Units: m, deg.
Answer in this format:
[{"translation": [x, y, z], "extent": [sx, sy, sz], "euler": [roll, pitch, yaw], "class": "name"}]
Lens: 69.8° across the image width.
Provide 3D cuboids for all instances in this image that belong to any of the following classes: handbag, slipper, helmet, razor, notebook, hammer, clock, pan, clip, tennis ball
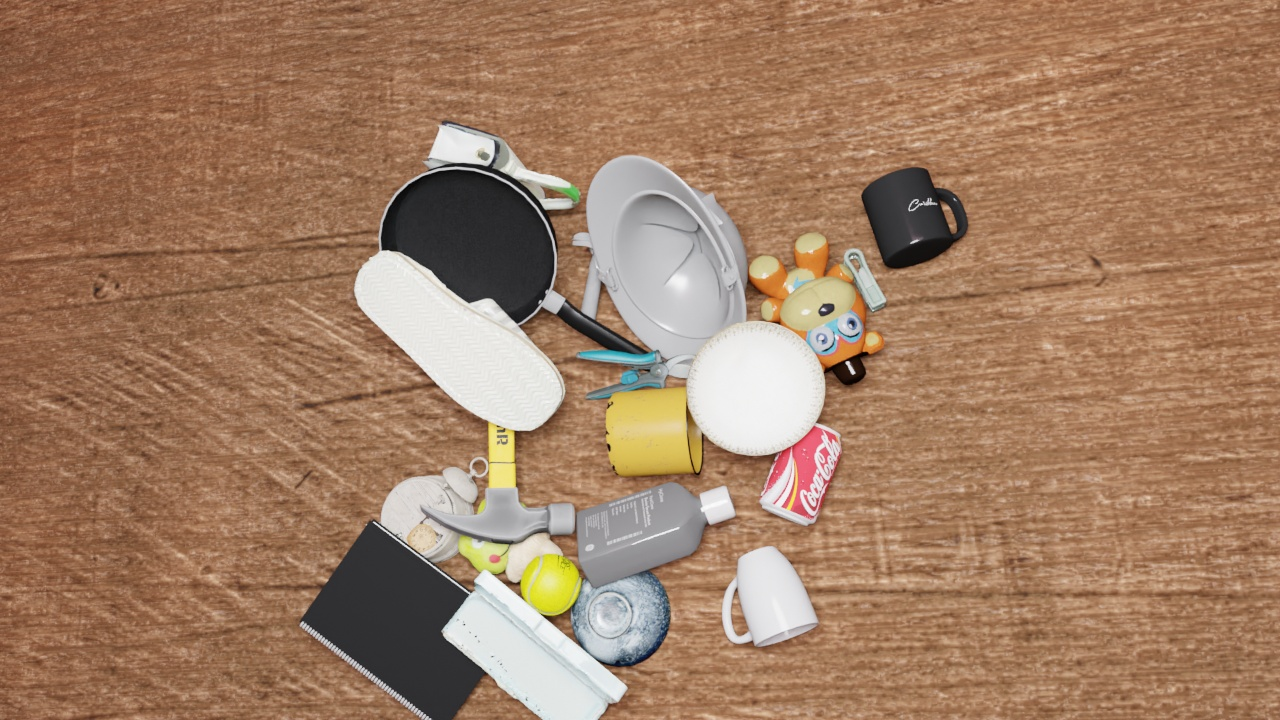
[{"translation": [-0.157, -0.208, 1.106], "extent": [0.176, 0.151, 0.074], "euler": [17, 81, 15], "class": "handbag"}, {"translation": [-0.205, -0.024, 1.045], "extent": [0.272, 0.054, 0.114], "euler": [36, 97, 0], "class": "slipper"}, {"translation": [0.052, -0.128, 1.039], "extent": [0.184, 0.271, 0.117], "euler": [3, 37, 36], "class": "helmet"}, {"translation": [-0.056, -0.094, 1.105], "extent": [0.047, 0.088, 0.116], "euler": [14, 99, 18], "class": "razor"}, {"translation": [-0.266, 0.302, 1.043], "extent": [0.206, 0.016, 0.149], "euler": [35, 93, 4], "class": "notebook"}, {"translation": [-0.169, 0.056, 1.079], "extent": [0.169, 0.034, 0.324], "euler": [0, 65, -9], "class": "hammer"}, {"translation": [-0.240, 0.171, 1.079], "extent": [0.157, 0.061, 0.103], "euler": [-43, 73, 1], "class": "clock"}, {"translation": [-0.131, -0.089, 1.067], "extent": [0.355, 0.044, 0.205], "euler": [31, 118, -11], "class": "pan"}, {"translation": [0.257, -0.092, 1.053], "extent": [0.023, 0.042, 0.075], "euler": [-25, 74, 3], "class": "clip"}, {"translation": [-0.098, 0.245, 1.004], "extent": [0.065, 0.065, 0.065], "euler": [-3, 76, 11], "class": "tennis ball"}]

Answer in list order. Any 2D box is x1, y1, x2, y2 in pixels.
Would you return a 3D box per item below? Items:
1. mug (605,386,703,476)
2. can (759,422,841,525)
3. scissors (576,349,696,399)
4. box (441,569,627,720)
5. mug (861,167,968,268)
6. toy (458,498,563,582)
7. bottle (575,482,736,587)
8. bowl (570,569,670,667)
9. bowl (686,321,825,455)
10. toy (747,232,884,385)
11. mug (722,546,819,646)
[{"translation": [0.017, 0.073, 1.035], "extent": [0.094, 0.101, 0.123], "euler": [-5, 35, 13], "class": "mug"}, {"translation": [0.176, 0.121, 0.999], "extent": [0.064, 0.064, 0.104], "euler": [20, 82, 16], "class": "can"}, {"translation": [-0.010, 0.012, 1.073], "extent": [0.124, 0.019, 0.156], "euler": [39, 116, -14], "class": "scissors"}, {"translation": [-0.116, 0.319, 0.991], "extent": [0.197, 0.074, 0.126], "euler": [38, 108, 7], "class": "box"}, {"translation": [0.316, -0.162, 1.037], "extent": [0.113, 0.078, 0.088], "euler": [-9, 73, -17], "class": "mug"}, {"translation": [-0.147, 0.212, 1.058], "extent": [0.118, 0.043, 0.092], "euler": [27, 80, 15], "class": "toy"}, {"translation": [0.018, 0.181, 1.008], "extent": [0.174, 0.046, 0.083], "euler": [-20, 31, 6], "class": "bottle"}, {"translation": [-0.028, 0.279, 1.008], "extent": [0.114, 0.061, 0.114], "euler": [-3, 77, 12], "class": "bowl"}, {"translation": [0.123, 0.033, 0.997], "extent": [0.145, 0.063, 0.145], "euler": [0, 83, 3], "class": "bowl"}, {"translation": [0.198, -0.052, 1.028], "extent": [0.112, 0.096, 0.176], "euler": [-28, 83, -3], "class": "toy"}, {"translation": [0.126, 0.257, 0.983], "extent": [0.107, 0.071, 0.089], "euler": [-36, 60, 31], "class": "mug"}]
